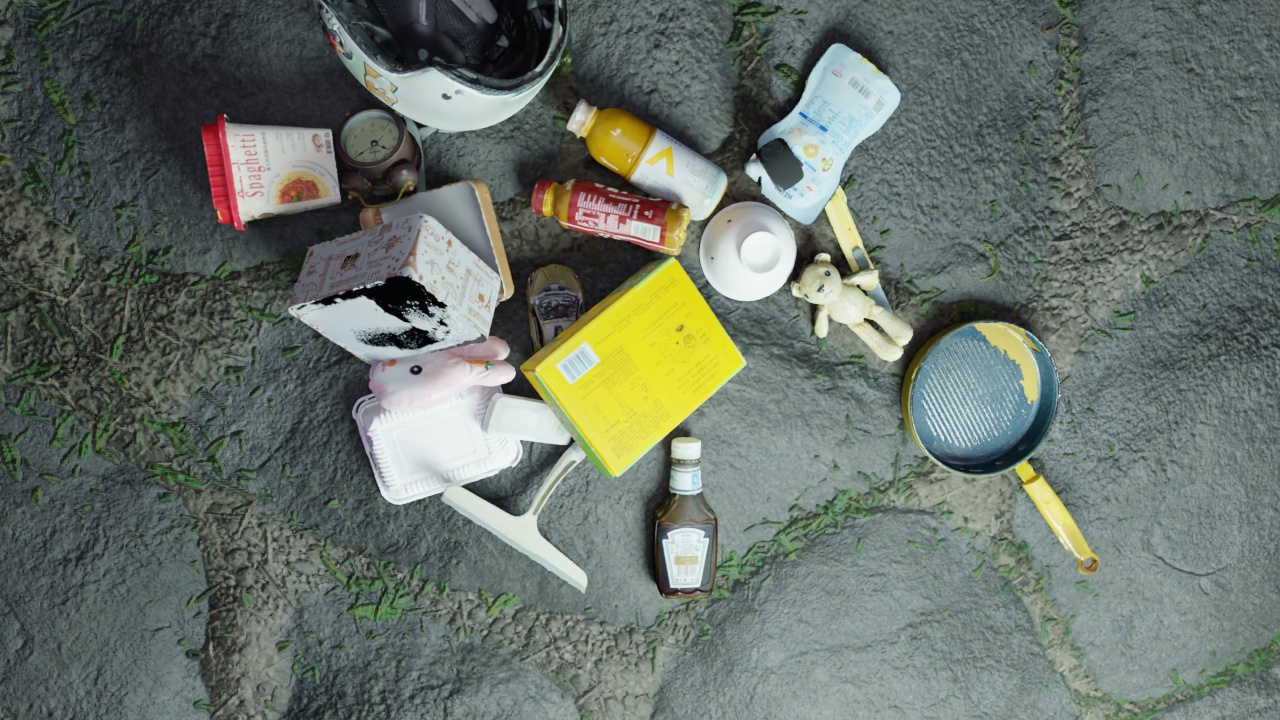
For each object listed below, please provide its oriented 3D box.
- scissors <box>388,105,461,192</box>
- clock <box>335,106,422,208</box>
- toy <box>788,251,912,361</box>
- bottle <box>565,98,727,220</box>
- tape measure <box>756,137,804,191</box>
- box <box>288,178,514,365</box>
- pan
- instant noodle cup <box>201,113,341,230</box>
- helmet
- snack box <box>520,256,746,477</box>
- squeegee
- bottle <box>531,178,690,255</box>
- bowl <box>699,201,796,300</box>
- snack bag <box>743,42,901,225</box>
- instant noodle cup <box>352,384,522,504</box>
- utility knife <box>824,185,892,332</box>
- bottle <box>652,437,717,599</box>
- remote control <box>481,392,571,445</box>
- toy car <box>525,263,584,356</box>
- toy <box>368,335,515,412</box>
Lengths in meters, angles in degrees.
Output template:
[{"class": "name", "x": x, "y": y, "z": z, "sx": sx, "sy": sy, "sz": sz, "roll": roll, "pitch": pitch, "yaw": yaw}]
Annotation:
[{"class": "scissors", "x": -0.248, "y": -0.250, "z": 1.028, "sx": 0.159, "sy": 0.014, "sz": 0.179, "roll": -11, "pitch": 103, "yaw": -3}, {"class": "clock", "x": -0.278, "y": -0.213, "z": 0.974, "sx": 0.082, "sy": 0.055, "sz": 0.121, "roll": -9, "pitch": 70, "yaw": 0}, {"class": "toy", "x": 0.254, "y": -0.060, "z": 1.093, "sx": 0.157, "sy": 0.066, "sz": 0.105, "roll": 37, "pitch": 110, "yaw": -4}, {"class": "bottle", "x": 0.006, "y": -0.229, "z": 1.033, "sx": 0.189, "sy": 0.068, "sz": 0.068, "roll": 29, "pitch": 94, "yaw": -11}, {"class": "tape measure", "x": 0.159, "y": -0.222, "z": 1.030, "sx": 0.039, "sy": 0.057, "sz": 0.058, "roll": -31, "pitch": 95, "yaw": 11}, {"class": "box", "x": -0.236, "y": -0.105, "z": 0.967, "sx": 0.183, "sy": 0.152, "sz": 0.174, "roll": -10, "pitch": 58, "yaw": 29}, {"class": "pan", "x": 0.467, "y": 0.114, "z": 1.142, "sx": 0.197, "sy": 0.078, "sz": 0.357, "roll": -33, "pitch": 101, "yaw": -1}, {"class": "instant noodle cup", "x": -0.386, "y": -0.200, "z": 0.971, "sx": 0.124, "sy": 0.117, "sz": 0.116, "roll": -9, "pitch": 100, "yaw": -18}, {"class": "helmet", "x": -0.213, "y": -0.341, "z": 0.937, "sx": 0.274, "sy": 0.157, "sz": 0.229, "roll": 37, "pitch": 59, "yaw": 2}, {"class": "snack box", "x": -0.006, "y": 0.006, "z": 1.040, "sx": 0.209, "sy": 0.070, "sz": 0.157, "roll": -40, "pitch": 105, "yaw": -17}, {"class": "squeegee", "x": -0.079, "y": 0.118, "z": 1.089, "sx": 0.246, "sy": 0.039, "sz": 0.246, "roll": -52, "pitch": 126, "yaw": -7}, {"class": "bottle", "x": -0.035, "y": -0.165, "z": 1.027, "sx": 0.175, "sy": 0.057, "sz": 0.057, "roll": 15, "pitch": 97, "yaw": 8}, {"class": "bowl", "x": 0.132, "y": -0.126, "z": 1.068, "sx": 0.118, "sy": 0.064, "sz": 0.118, "roll": -1, "pitch": 100, "yaw": -7}, {"class": "snack bag", "x": 0.210, "y": -0.263, "z": 1.070, "sx": 0.110, "sy": 0.039, "sz": 0.191, "roll": 35, "pitch": 96, "yaw": -14}, {"class": "instant noodle cup", "x": -0.235, "y": 0.089, "z": 1.059, "sx": 0.173, "sy": 0.060, "sz": 0.138, "roll": -17, "pitch": 101, "yaw": -3}, {"class": "utility knife", "x": 0.266, "y": -0.125, "z": 1.114, "sx": 0.031, "sy": 0.022, "sz": 0.216, "roll": -26, "pitch": 106, "yaw": 3}, {"class": "bottle", "x": 0.055, "y": 0.192, "z": 1.120, "sx": 0.080, "sy": 0.044, "sz": 0.195, "roll": -1, "pitch": 98, "yaw": -8}, {"class": "remote control", "x": -0.125, "y": 0.069, "z": 1.057, "sx": 0.124, "sy": 0.024, "sz": 0.049, "roll": 12, "pitch": 101, "yaw": -47}, {"class": "toy car", "x": -0.096, "y": -0.034, "z": 1.067, "sx": 0.070, "sy": 0.042, "sz": 0.158, "roll": -7, "pitch": 97, "yaw": -7}, {"class": "toy", "x": -0.222, "y": 0.009, "z": 1.022, "sx": 0.159, "sy": 0.121, "sz": 0.054, "roll": -12, "pitch": 126, "yaw": -11}]
